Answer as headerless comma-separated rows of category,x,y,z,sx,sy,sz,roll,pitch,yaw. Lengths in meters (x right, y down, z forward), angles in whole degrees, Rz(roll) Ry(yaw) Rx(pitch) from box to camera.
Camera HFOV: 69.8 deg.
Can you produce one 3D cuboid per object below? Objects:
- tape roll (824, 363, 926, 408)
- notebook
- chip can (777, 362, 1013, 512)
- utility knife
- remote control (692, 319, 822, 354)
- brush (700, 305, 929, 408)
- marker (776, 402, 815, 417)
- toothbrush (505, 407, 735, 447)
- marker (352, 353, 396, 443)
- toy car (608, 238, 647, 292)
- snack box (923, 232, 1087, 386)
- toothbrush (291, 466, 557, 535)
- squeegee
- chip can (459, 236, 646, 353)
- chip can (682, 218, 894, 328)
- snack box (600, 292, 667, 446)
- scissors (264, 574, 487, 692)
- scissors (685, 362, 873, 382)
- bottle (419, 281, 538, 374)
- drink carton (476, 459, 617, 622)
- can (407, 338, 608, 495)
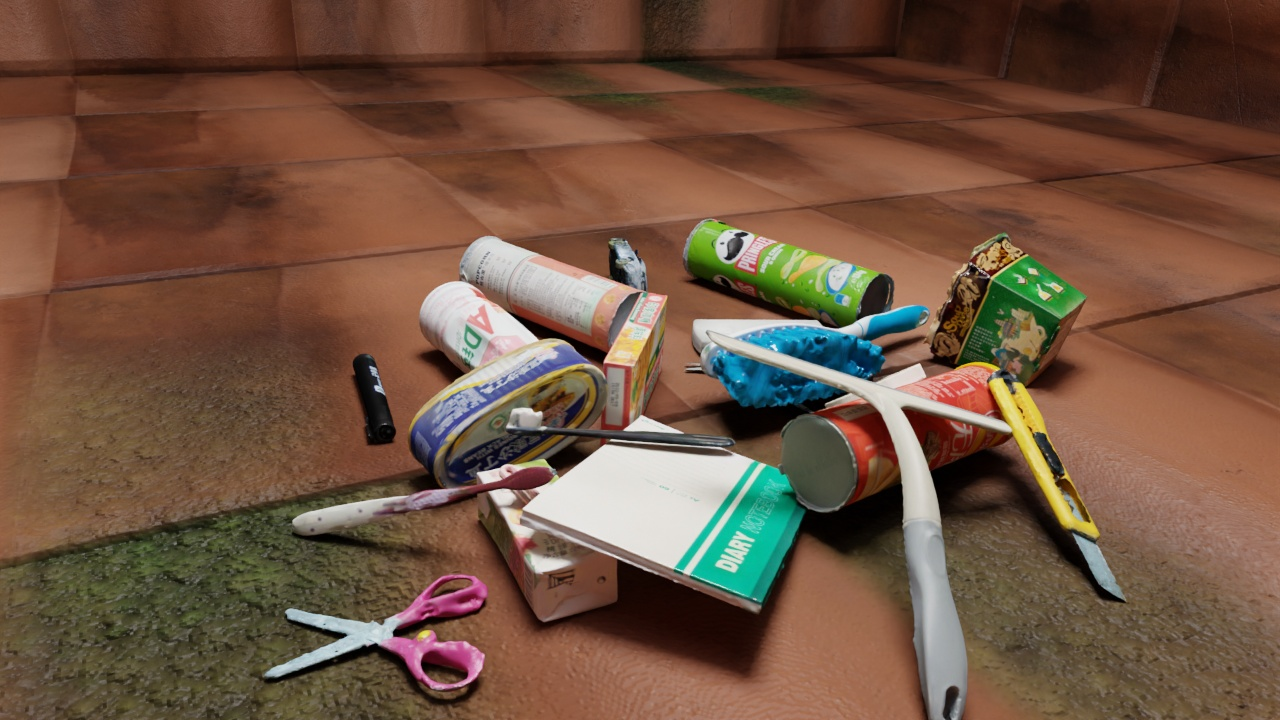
tape roll,0.197,0.026,0.770,0.086,0.014,0.086,-23,-6,-3
notebook,0.032,0.093,0.613,0.150,0.012,0.208,19,17,15
chip can,0.199,0.053,0.684,0.216,0.073,0.073,-11,28,-39
utility knife,0.292,0.079,0.646,0.033,0.015,0.196,8,46,-21
remote control,0.120,-0.023,0.917,0.135,0.019,0.056,0,26,-7
brush,0.187,-0.016,0.840,0.313,0.060,0.109,-8,19,-28
marker,0.125,0.035,0.801,0.018,0.015,0.124,-16,31,-32
toothbrush,-0.009,0.051,0.662,0.181,0.018,0.016,8,11,-25
marker,-0.225,0.031,0.771,0.022,0.020,0.132,-33,34,-5
toy car,-0.015,-0.097,1.021,0.036,0.054,0.120,-5,25,-10
snack box,0.360,-0.042,0.895,0.105,0.118,0.117,34,38,27
toothbrush,-0.143,0.091,0.596,0.188,0.016,0.017,-13,-1,12
squeegee,0.161,0.094,0.545,0.246,0.039,0.246,17,47,-18
chip can,-0.088,-0.067,0.928,0.215,0.071,0.071,22,32,35
chip can,0.159,-0.095,1.014,0.236,0.072,0.072,24,33,37
snack box,-0.005,0.005,0.779,0.027,0.077,0.155,8,26,8
scissors,-0.143,0.152,0.529,0.133,0.017,0.123,7,27,17
scissors,0.132,0.004,0.876,0.174,0.014,0.140,16,29,31
bottle,-0.124,-0.005,0.807,0.068,0.068,0.197,-16,36,-34
drink carton,-0.063,0.109,0.589,0.053,0.045,0.122,-10,28,-25
can,-0.096,0.041,0.680,0.148,0.075,0.049,-30,40,-22
